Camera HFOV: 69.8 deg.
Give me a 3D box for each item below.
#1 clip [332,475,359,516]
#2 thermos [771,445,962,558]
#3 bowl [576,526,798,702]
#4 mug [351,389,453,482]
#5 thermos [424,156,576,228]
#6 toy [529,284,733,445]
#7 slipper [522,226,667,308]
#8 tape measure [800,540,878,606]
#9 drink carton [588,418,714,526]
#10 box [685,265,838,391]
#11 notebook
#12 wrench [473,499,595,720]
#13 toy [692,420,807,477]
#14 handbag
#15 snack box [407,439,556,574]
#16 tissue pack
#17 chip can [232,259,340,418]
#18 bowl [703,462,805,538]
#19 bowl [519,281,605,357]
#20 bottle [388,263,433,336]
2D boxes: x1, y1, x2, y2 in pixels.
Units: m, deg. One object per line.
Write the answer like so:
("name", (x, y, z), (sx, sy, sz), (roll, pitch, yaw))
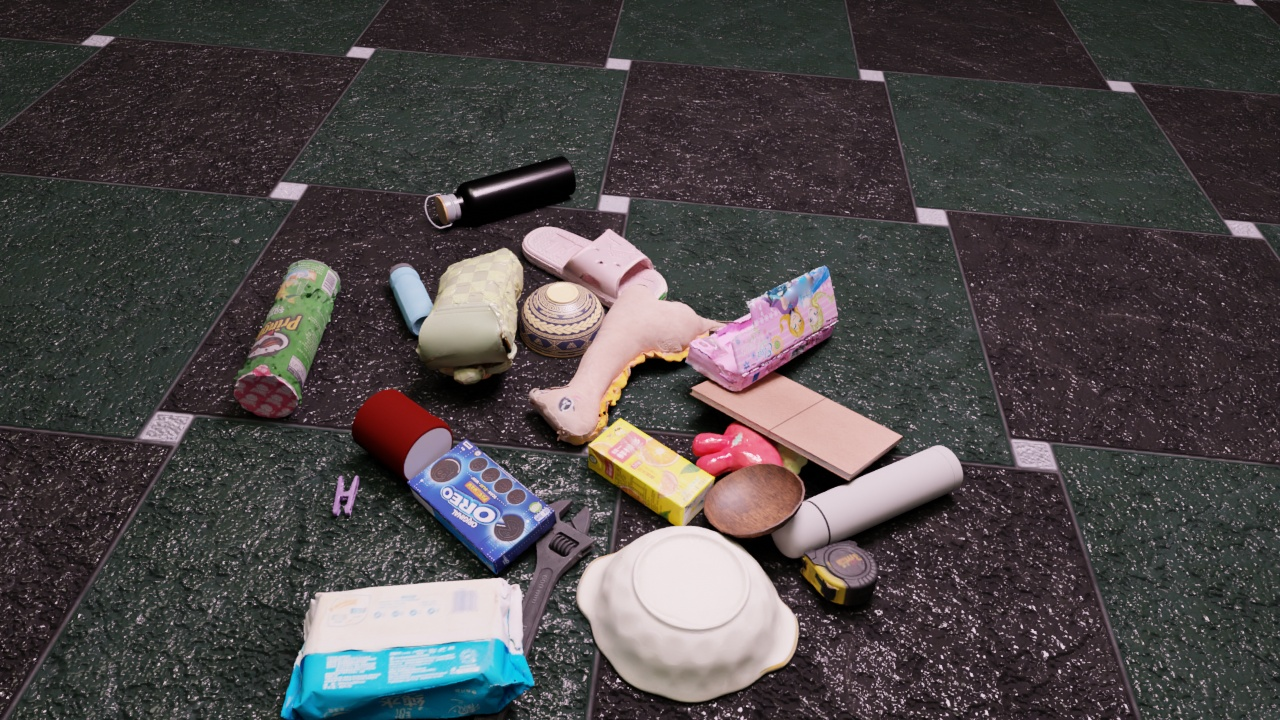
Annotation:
("clip", (-0.316, 0.144, 0.974), (0.036, 0.013, 0.053), (-10, 47, -13))
("thermos", (0.240, 0.150, 0.975), (0.223, 0.052, 0.052), (-18, 47, -22))
("bowl", (0.046, 0.224, 0.876), (0.219, 0.060, 0.187), (14, 44, 10))
("mug", (-0.250, 0.081, 1.013), (0.082, 0.073, 0.105), (31, 19, 26))
("thermos", (-0.211, -0.249, 1.374), (0.230, 0.061, 0.061), (-21, 48, -25))
("toy", (-0.007, 0.006, 1.112), (0.196, 0.065, 0.263), (18, 49, 9))
("slipper", (-0.063, -0.142, 1.266), (0.239, 0.064, 0.094), (27, 47, 26))
("tape measure", (0.204, 0.214, 0.916), (0.067, 0.038, 0.062), (-13, 36, -24))
("drink carton", (0.009, 0.121, 0.999), (0.135, 0.043, 0.058), (31, 50, 27))
("box", (0.161, -0.052, 1.130), (0.085, 0.097, 0.229), (31, 38, 29))
("notebook", (0.180, 0.063, 1.059), (0.209, 0.008, 0.141), (28, 29, 29))
("wrench", (-0.105, 0.240, 0.880), (0.073, 0.018, 0.272), (9, 44, 12))
("toy", (0.123, 0.103, 1.023), (0.135, 0.045, 0.091), (-6, 41, -18))
("handbag", (-0.193, -0.047, 1.117), (0.113, 0.117, 0.186), (-5, 42, 9))
("snack box", (-0.167, 0.148, 0.954), (0.150, 0.027, 0.082), (31, 55, 33))
("tissue pack", (-0.200, 0.257, 0.813), (0.209, 0.066, 0.116), (-6, 42, -4))
("chip can", (-0.424, -0.034, 1.115), (0.075, 0.076, 0.222), (1, 42, -3))
("bowl", (0.119, 0.149, 0.938), (0.102, 0.026, 0.114), (-28, 25, -9))
("bowl", (-0.100, -0.064, 1.179), (0.112, 0.061, 0.112), (2, 42, -2))
("bottle", (-0.300, -0.084, 1.203), (0.040, 0.040, 0.130), (-16, 46, -20))
